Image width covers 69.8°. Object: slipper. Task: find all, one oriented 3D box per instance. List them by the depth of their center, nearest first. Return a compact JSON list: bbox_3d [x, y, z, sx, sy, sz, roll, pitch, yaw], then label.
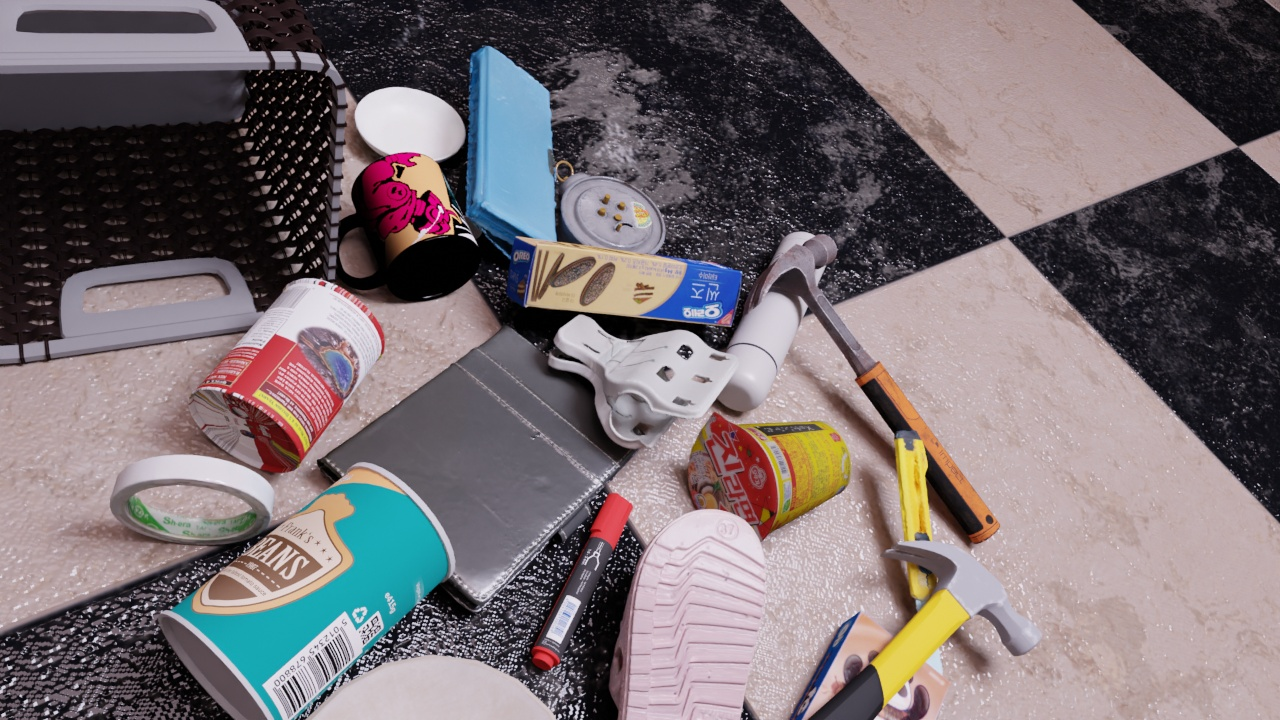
[{"bbox_3d":[0.025,0.221,0.636,0.094,0.065,0.238,14,68,-9],"label":"slipper"}]

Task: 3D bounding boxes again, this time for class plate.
[{"bbox_3d":[-0.127,0.275,0.553,0.188,0.027,0.188,11,51,-14],"label":"plate"},{"bbox_3d":[-0.224,-0.221,0.890,0.104,0.026,0.104,11,51,-14],"label":"plate"}]

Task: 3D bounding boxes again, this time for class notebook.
[{"bbox_3d":[-0.112,0.074,0.712,0.169,0.030,0.208,40,51,10],"label":"notebook"}]

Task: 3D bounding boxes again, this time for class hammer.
[{"bbox_3d":[0.163,0.237,0.654,0.322,0.029,0.127,-29,72,-35],"label":"hammer"},{"bbox_3d":[0.213,0.033,0.831,0.137,0.035,0.314,-29,81,-40],"label":"hammer"}]

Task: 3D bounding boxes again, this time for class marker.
[{"bbox_3d":[-0.042,0.160,0.678,0.023,0.021,0.144,55,43,-27],"label":"marker"}]

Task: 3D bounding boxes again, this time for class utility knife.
[{"bbox_3d":[0.234,0.162,0.764,0.030,0.019,0.217,5,73,-14],"label":"utility knife"}]

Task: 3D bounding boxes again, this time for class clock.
[{"bbox_3d":[-0.038,-0.137,0.883,0.103,0.056,0.148,-23,68,-35],"label":"clock"}]

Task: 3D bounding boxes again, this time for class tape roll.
[{"bbox_3d":[-0.284,0.091,0.585,0.093,0.094,0.018,7,52,-17],"label":"tape roll"}]

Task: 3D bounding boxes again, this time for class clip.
[{"bbox_3d":[-0.005,0.022,0.764,0.152,0.099,0.126,10,22,18],"label":"clip"}]

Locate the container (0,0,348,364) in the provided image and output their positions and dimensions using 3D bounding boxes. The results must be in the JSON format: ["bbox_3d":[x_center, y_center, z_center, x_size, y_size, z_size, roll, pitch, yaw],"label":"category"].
[{"bbox_3d":[-0.373,-0.183,0.660,0.246,0.246,0.243,-11,56,-29],"label":"container"}]

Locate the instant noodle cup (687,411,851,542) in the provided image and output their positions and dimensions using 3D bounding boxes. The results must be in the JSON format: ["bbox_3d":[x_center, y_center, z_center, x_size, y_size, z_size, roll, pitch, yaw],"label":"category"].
[{"bbox_3d":[0.113,0.093,0.754,0.112,0.101,0.100,-7,57,-39],"label":"instant noodle cup"}]

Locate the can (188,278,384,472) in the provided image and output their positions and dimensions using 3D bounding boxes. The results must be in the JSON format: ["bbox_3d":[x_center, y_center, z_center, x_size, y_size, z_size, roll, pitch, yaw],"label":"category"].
[{"bbox_3d":[-0.252,0.009,0.664,0.086,0.087,0.116,27,50,-2],"label":"can"}]

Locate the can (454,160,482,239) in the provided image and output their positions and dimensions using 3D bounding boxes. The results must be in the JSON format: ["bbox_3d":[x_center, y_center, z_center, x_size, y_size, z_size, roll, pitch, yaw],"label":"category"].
[{"bbox_3d":[-0.158,-0.152,0.861,0.031,0.032,0.080,13,51,-13],"label":"can"}]

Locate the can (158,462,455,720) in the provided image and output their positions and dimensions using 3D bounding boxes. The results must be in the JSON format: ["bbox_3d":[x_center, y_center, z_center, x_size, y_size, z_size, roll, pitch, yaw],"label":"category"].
[{"bbox_3d":[-0.203,0.146,0.572,0.099,0.099,0.143,40,50,10],"label":"can"}]

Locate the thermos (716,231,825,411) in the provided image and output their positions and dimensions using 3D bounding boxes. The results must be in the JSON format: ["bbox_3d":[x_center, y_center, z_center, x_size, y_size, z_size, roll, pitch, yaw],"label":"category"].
[{"bbox_3d":[0.126,-0.040,0.879,0.052,0.052,0.223,30,49,1],"label":"thermos"}]

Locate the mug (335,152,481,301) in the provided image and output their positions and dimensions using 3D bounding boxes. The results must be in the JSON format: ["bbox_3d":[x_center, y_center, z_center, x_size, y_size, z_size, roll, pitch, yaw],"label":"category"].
[{"bbox_3d":[-0.208,-0.106,0.783,0.118,0.082,0.098,-26,65,-5],"label":"mug"}]

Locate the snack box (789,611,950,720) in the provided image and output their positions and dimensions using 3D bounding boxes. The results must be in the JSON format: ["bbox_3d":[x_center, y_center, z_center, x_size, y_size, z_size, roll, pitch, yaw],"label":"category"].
[{"bbox_3d":[0.160,0.269,0.671,0.087,0.034,0.150,38,51,7],"label":"snack box"}]

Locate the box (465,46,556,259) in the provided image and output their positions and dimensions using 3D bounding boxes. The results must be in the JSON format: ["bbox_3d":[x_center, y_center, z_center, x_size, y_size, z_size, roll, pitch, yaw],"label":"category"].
[{"bbox_3d":[-0.130,-0.196,0.876,0.093,0.054,0.231,27,43,-38],"label":"box"}]

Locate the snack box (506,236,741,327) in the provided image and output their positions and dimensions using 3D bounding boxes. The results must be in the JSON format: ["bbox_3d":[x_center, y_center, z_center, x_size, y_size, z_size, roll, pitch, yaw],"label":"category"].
[{"bbox_3d":[-0.011,-0.070,0.815,0.206,0.057,0.056,4,13,-28],"label":"snack box"}]
